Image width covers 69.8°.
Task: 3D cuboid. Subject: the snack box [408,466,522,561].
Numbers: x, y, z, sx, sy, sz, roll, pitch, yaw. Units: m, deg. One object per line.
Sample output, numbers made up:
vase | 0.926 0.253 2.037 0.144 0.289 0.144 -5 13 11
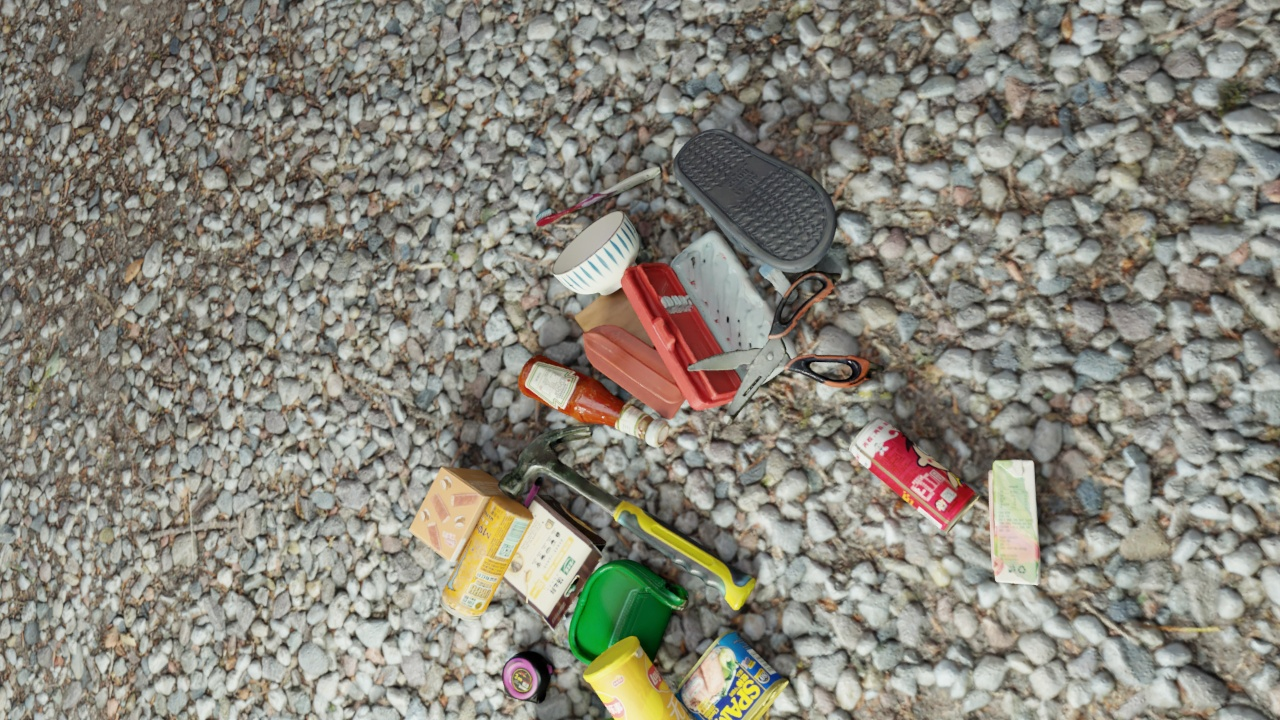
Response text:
snack box | -0.221 0.195 1.167 0.077 0.092 0.094 29 93 25

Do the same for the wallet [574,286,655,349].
wallet | -0.013 -0.051 1.159 0.115 0.020 0.101 -39 71 11

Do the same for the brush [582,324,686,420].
brush | -0.007 0.006 1.103 0.146 0.069 0.063 35 94 10

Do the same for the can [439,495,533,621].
can | -0.187 0.239 1.115 0.058 0.058 0.146 29 93 25

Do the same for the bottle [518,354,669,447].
bottle | -0.058 0.053 1.135 0.206 0.059 0.060 23 91 26

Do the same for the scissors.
scissors | 0.165 -0.016 1.042 0.225 0.015 0.188 2 72 2

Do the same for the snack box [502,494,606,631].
snack box | -0.109 0.247 1.131 0.126 0.053 0.113 35 96 25

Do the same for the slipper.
slipper | 0.140 -0.184 1.089 0.110 0.083 0.268 -41 50 1

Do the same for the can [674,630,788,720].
can | 0.099 0.365 1.020 0.083 0.057 0.102 40 98 26

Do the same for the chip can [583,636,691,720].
chip can | 0.025 0.410 1.002 0.072 0.072 0.213 -35 89 15

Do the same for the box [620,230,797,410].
box | 0.078 -0.047 1.096 0.154 0.074 0.201 -25 68 -11

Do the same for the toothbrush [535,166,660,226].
toothbrush | -0.058 -0.218 1.208 0.188 0.016 0.017 -21 64 20

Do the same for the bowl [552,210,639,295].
bowl | -0.046 -0.125 1.148 0.117 0.116 0.066 -36 113 14

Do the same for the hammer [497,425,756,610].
hammer | -0.007 0.185 1.091 0.323 0.032 0.126 30 65 19

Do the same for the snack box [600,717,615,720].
snack box | -0.057 0.529 1.053 0.158 0.070 0.210 -19 74 20

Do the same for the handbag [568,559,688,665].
handbag | -0.013 0.303 1.072 0.120 0.068 0.131 20 90 24

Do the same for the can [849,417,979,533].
can | 0.290 0.120 0.978 0.133 0.053 0.053 42 98 24

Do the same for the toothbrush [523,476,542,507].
toothbrush | -0.171 0.234 1.181 0.014 0.017 0.189 27 91 27

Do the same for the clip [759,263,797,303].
clip | 0.166 -0.092 1.087 0.027 0.043 0.058 -34 77 12

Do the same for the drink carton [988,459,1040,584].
drink carton | 0.379 0.164 0.932 0.046 0.053 0.122 -3 79 23

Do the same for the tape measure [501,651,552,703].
tape measure | -0.139 0.388 1.130 0.057 0.039 0.058 1 86 23
